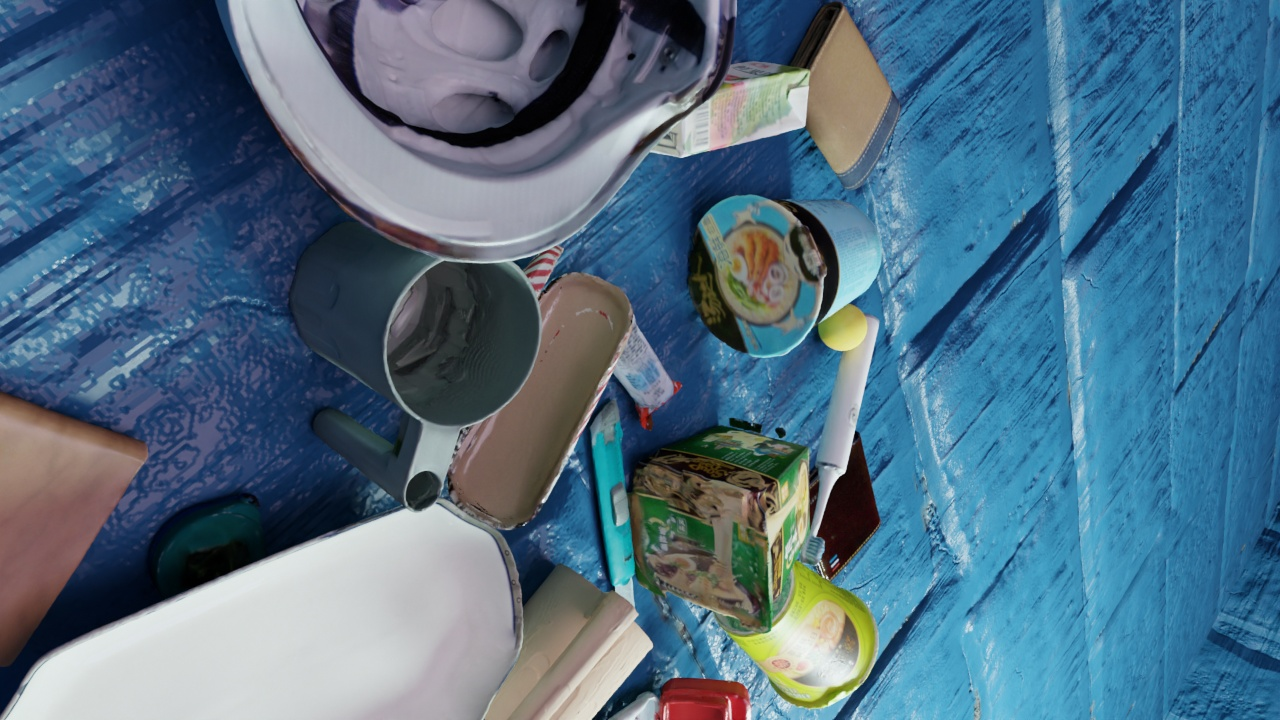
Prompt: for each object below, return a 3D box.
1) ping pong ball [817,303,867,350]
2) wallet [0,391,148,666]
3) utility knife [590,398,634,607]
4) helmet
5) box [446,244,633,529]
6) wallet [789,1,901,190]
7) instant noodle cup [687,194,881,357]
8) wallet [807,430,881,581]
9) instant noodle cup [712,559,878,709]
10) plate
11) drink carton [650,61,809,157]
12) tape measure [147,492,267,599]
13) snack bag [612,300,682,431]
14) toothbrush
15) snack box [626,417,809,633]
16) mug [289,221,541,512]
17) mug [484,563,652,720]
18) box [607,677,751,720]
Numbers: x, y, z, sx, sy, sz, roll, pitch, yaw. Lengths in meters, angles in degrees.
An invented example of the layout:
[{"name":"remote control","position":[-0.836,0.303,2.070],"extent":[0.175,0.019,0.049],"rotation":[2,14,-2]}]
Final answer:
[{"name":"ping pong ball","position":[0.169,-0.028,0.768],"extent":[0.040,0.040,0.040],"rotation":[-18,117,-40]},{"name":"wallet","position":[-0.280,0.066,0.376],"extent":[0.101,0.020,0.115],"rotation":[34,83,-44]},{"name":"utility knife","position":[-0.016,0.114,0.658],"extent":[0.029,0.013,0.185],"rotation":[-26,122,-36]},{"name":"helmet","position":[-0.079,-0.184,0.387],"extent":[0.228,0.146,0.259],"rotation":[1,110,-40]},{"name":"box","position":[-0.068,0.016,0.523],"extent":[0.162,0.075,0.086],"rotation":[-61,167,-4]},{"name":"wallet","position":[0.153,-0.198,0.697],"extent":[0.115,0.033,0.090],"rotation":[40,73,-44]},{"name":"instant noodle cup","position":[0.113,-0.069,0.658],"extent":[0.120,0.111,0.111],"rotation":[-20,118,-46]},{"name":"wallet","position":[0.187,0.140,0.866],"extent":[0.096,0.020,0.122],"rotation":[-42,128,-26]},{"name":"instant noodle cup","position":[0.123,0.218,0.776],"extent":[0.123,0.112,0.111],"rotation":[44,73,-36]},{"name":"plate","position":[-0.178,0.165,0.460],"extent":[0.265,0.034,0.162],"rotation":[-21,115,-36]},{"name":"drink carton","position":[0.052,-0.162,0.592],"extent":[0.122,0.053,0.045],"rotation":[-23,124,-38]},{"name":"tape measure","position":[-0.210,0.098,0.451],"extent":[0.054,0.025,0.058],"rotation":[-17,116,-41]},{"name":"snack bag","position":[-0.004,0.004,0.619],"extent":[0.045,0.026,0.105],"rotation":[-44,131,-12]},{"name":"toothbrush","position":[0.166,0.064,0.773],"extent":[0.026,0.026,0.220],"rotation":[29,70,-35]},{"name":"snack box","position":[0.069,0.113,0.680],"extent":[0.105,0.118,0.118],"rotation":[-31,125,-45]},{"name":"mug","position":[-0.118,-0.003,0.448],"extent":[0.083,0.103,0.124],"rotation":[15,95,-47]},{"name":"mug","position":[-0.052,0.195,0.582],"extent":[0.084,0.125,0.103],"rotation":[42,71,1]},{"name":"box","position":[0.018,0.357,0.754],"extent":[0.157,0.069,0.201],"rotation":[-7,113,-18]}]
